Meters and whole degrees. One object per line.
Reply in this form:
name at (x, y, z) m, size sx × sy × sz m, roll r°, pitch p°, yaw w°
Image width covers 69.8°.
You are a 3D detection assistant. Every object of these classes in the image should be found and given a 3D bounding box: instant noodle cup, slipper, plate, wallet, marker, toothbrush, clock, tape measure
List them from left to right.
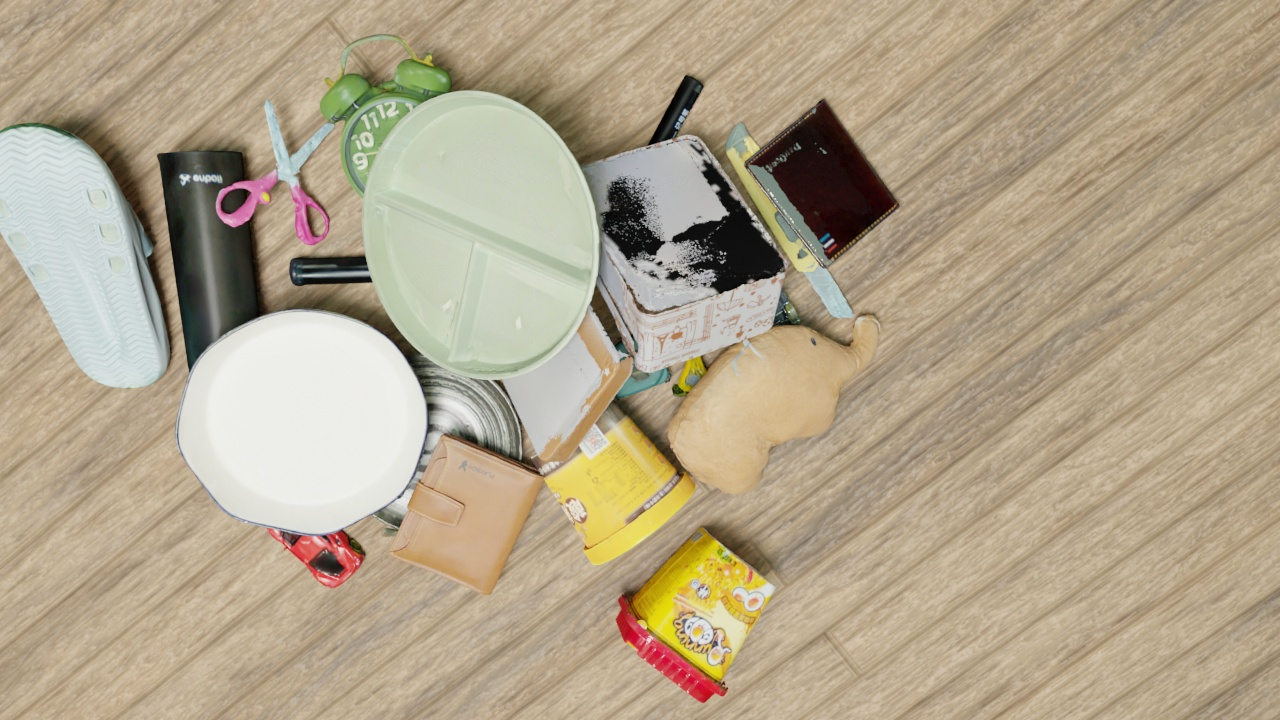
slipper at (-0.485, -0.091, 0.817) m, size 0.104 × 0.074 × 0.246 m, roll -9°, pitch 116°, yaw -1°
plate at (-0.294, 0.053, 0.812) m, size 0.204 × 0.045 × 0.205 m, roll -4°, pitch 104°, yaw -15°
clock at (-0.208, -0.197, 0.792) m, size 0.116 × 0.056 × 0.161 m, roll -14°, pitch 113°, yaw 2°
toothbrush at (-0.212, -0.083, 0.844) m, size 0.212 × 0.026 × 0.027 m, roll -1°, pitch 87°, yaw -1°
plate at (-0.202, 0.078, 0.874) m, size 0.179 × 0.024 × 0.179 m, roll 0°, pitch 101°, yaw -2°
wallet at (-0.169, 0.141, 0.860) m, size 0.119 × 0.035 × 0.131 m, roll 23°, pitch 99°, yaw -12°
plate at (-0.129, -0.098, 0.740) m, size 0.230 × 0.027 × 0.230 m, roll 6°, pitch 104°, yaw 25°
instant noodle cup at (-0.029, 0.106, 0.838) m, size 0.118 × 0.118 × 0.114 m, roll -37°, pitch 91°, yaw 5°
tape measure at (-0.005, 0.005, 0.862) m, size 0.058 × 0.025 × 0.054 m, roll -20°, pitch 100°, yaw 3°
marker at (0.016, -0.196, 0.831) m, size 0.022 × 0.020 × 0.132 m, roll 32°, pitch 99°, yaw 10°
instant noodle cup at (0.055, 0.234, 0.866) m, size 0.116 × 0.116 × 0.123 m, roll 39°, pitch 85°, yaw -7°
wallet at (0.165, -0.159, 0.834) m, size 0.096 × 0.020 × 0.122 m, roll -39°, pitch 97°, yaw -5°

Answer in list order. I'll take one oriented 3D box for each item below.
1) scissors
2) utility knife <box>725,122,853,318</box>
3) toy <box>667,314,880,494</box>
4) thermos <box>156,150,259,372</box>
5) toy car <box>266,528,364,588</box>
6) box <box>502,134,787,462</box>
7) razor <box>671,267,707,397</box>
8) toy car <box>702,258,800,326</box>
scissors at (-0.311, -0.159, 0.814) m, size 0.133 × 0.017 × 0.131 m, roll -54°, pitch 131°, yaw -19°
utility knife at (0.137, -0.124, 0.851) m, size 0.031 × 0.021 × 0.208 m, roll -32°, pitch 103°, yaw 9°
toy at (0.127, 0.027, 0.838) m, size 0.226 × 0.082 × 0.143 m, roll -40°, pitch 134°, yaw 4°
thermos at (-0.371, -0.065, 0.831) m, size 0.089 × 0.068 × 0.242 m, roll -10°, pitch 104°, yaw -30°
toy car at (-0.318, 0.172, 0.885) m, size 0.049 × 0.031 × 0.106 m, roll -42°, pitch 96°, yaw 5°
box at (-0.023, -0.057, 0.767) m, size 0.272 × 0.132 × 0.179 m, roll -35°, pitch 57°, yaw 9°
razor at (0.048, -0.032, 0.858) m, size 0.043 × 0.028 × 0.132 m, roll -3°, pitch 98°, yaw 3°
toy car at (0.101, -0.066, 0.847) m, size 0.054 × 0.036 × 0.120 m, roll -32°, pitch 107°, yaw 4°
